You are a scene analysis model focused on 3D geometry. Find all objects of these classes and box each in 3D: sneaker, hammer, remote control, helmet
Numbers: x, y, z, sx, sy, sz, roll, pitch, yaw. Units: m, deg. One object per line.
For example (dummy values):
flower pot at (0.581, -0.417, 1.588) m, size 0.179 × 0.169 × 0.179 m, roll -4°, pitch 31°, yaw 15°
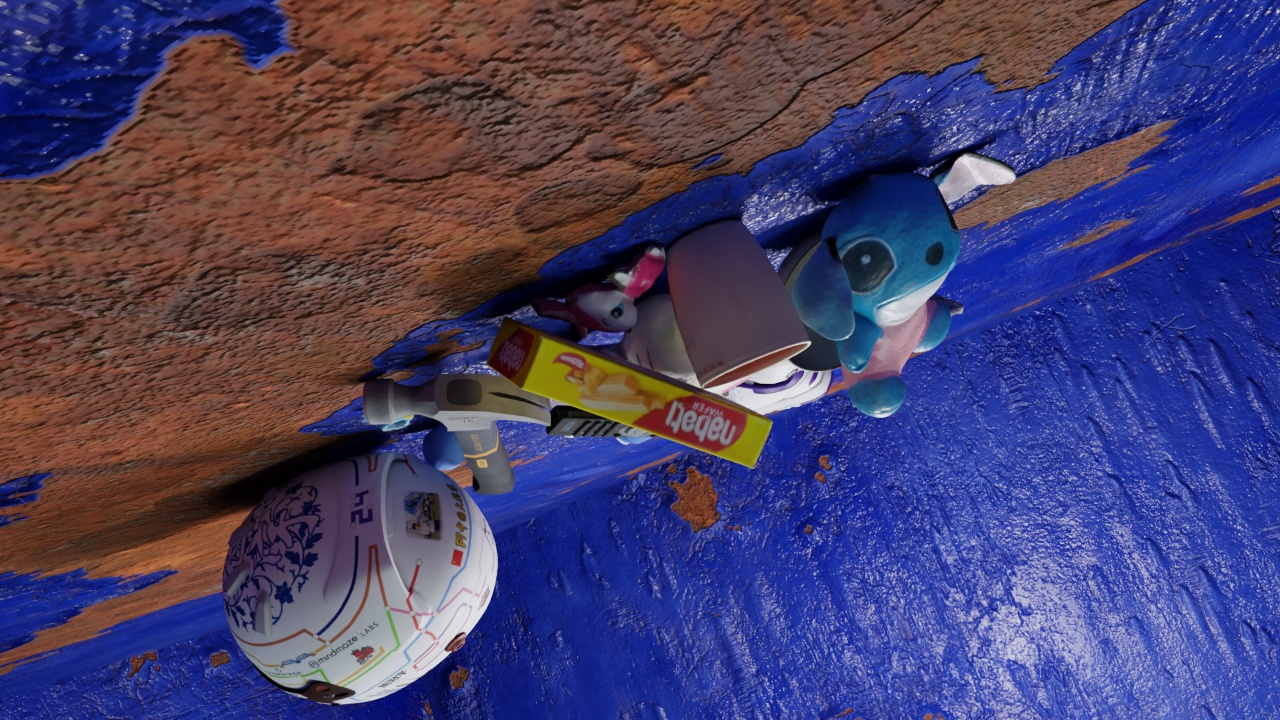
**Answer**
sneaker at (0.125, 0.027, 1.220) m, size 0.245 × 0.091 × 0.111 m, roll -15°, pitch 153°, yaw 23°
hammer at (-0.151, 0.077, 0.836) m, size 0.139 × 0.035 × 0.313 m, roll -2°, pitch 160°, yaw -5°
remote control at (-0.010, 0.053, 0.798) m, size 0.140 × 0.021 × 0.046 m, roll 4°, pitch 156°, yaw -24°
helmet at (-0.305, 0.223, 0.943) m, size 0.315 × 0.230 × 0.236 m, roll -31°, pitch 140°, yaw 23°

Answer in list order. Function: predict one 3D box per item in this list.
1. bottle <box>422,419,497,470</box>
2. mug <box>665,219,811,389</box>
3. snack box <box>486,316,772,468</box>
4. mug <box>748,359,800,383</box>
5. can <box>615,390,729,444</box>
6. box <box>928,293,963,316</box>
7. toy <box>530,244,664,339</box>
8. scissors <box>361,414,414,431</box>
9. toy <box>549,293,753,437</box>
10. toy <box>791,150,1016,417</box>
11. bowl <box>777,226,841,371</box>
bottle at (-0.178, 0.073, 0.935) m, size 0.048 × 0.048 × 0.131 m, roll -14°, pitch 168°, yaw -38°
mug at (0.068, -0.042, 0.680) m, size 0.085 × 0.104 × 0.111 m, roll -23°, pitch 171°, yaw 11°
snack box at (-0.007, 0.024, 0.681) m, size 0.200 × 0.042 × 0.092 m, roll 20°, pitch -178°, yaw -27°
mug at (0.144, -0.034, 0.972) m, size 0.123 × 0.090 × 0.076 m, roll -52°, pitch 168°, yaw -15°
can at (0.032, 0.046, 1.142) m, size 0.146 × 0.079 × 0.078 m, roll -25°, pitch 169°, yaw 21°
box at (0.323, -0.055, 1.267) m, size 0.216 × 0.071 × 0.157 m, roll -15°, pitch -164°, yaw -31°
toy at (-0.021, -0.043, 0.659) m, size 0.103 × 0.050 × 0.065 m, roll -31°, pitch 163°, yaw 22°
scissors at (-0.203, 0.042, 0.834) m, size 0.131 × 0.014 × 0.125 m, roll -32°, pitch 167°, yaw 38°
toy at (-0.005, 0.005, 0.813) m, size 0.210 × 0.085 × 0.137 m, roll -18°, pitch 151°, yaw 22°
toy at (0.208, -0.066, 0.731) m, size 0.223 × 0.099 × 0.192 m, roll -39°, pitch 135°, yaw -24°
bowl at (0.166, -0.066, 0.809) m, size 0.150 × 0.056 × 0.151 m, roll -17°, pitch 130°, yaw -21°
